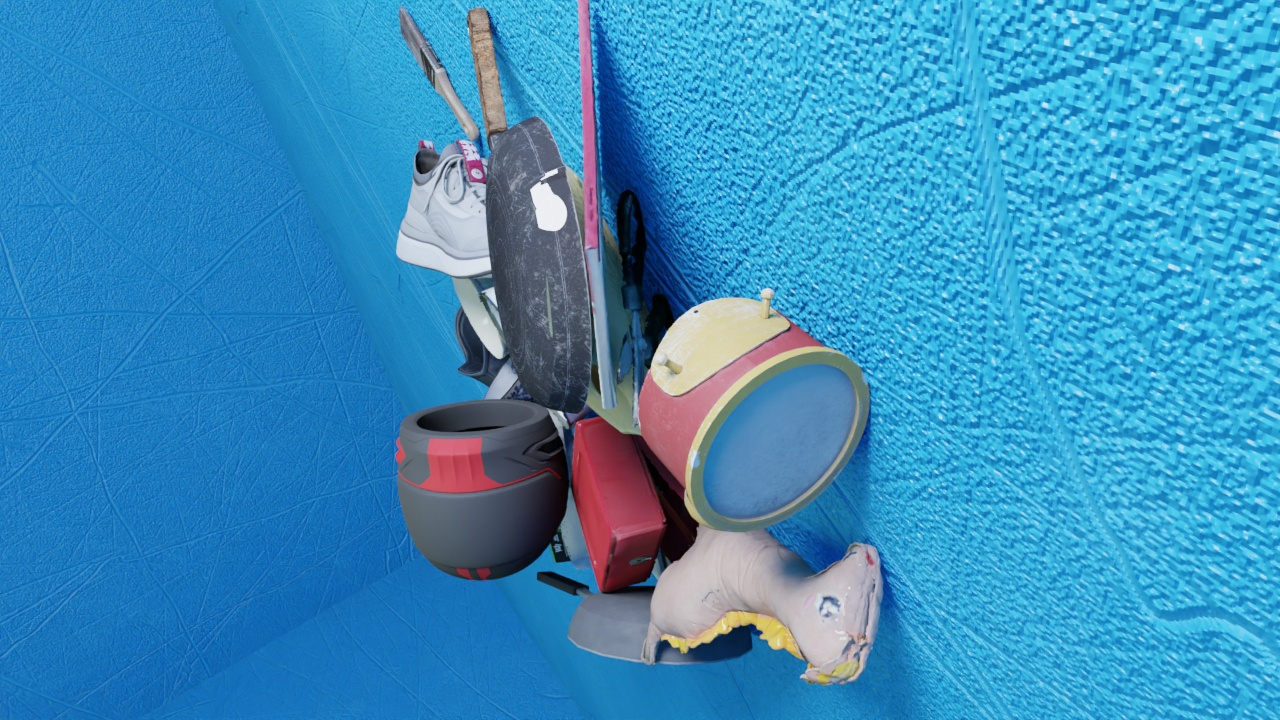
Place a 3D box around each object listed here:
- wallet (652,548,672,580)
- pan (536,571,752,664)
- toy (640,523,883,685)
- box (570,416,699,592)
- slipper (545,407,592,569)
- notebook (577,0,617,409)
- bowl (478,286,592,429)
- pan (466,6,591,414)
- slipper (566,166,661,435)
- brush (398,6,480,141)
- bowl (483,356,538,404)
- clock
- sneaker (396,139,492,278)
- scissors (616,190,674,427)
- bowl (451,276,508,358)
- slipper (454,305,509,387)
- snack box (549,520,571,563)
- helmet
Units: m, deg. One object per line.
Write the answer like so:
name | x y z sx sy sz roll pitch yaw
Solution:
wallet | 0.017 0.200 0.996 0.115 0.037 0.118 47 160 35
pan | -0.026 0.253 0.965 0.358 0.178 0.041 -3 83 59
toy | 0.081 0.193 0.680 0.065 0.196 0.264 23 -178 -19
box | -0.014 0.131 0.870 0.134 0.112 0.158 57 162 26
slipper | -0.073 0.145 1.094 0.112 0.074 0.247 -104 -2 -66
notebook | -0.027 -0.097 0.566 0.153 0.012 0.208 87 179 -55
bowl | -0.081 -0.016 0.867 0.153 0.072 0.153 53 168 16
pan | -0.095 -0.127 0.659 0.208 0.040 0.356 108 148 -59
slipper | -0.033 -0.020 0.697 0.111 0.079 0.261 -40 -74 -82
brush | -0.200 -0.280 0.907 0.151 0.012 0.039 57 161 9
bowl | -0.126 0.021 1.028 0.045 0.114 0.114 36 168 -17
clock | 0.062 0.038 0.534 0.081 0.117 0.159 46 163 46
sneaker | -0.159 -0.147 0.894 0.263 0.096 0.129 21 114 49
scissors | 0.005 -0.009 0.612 0.209 0.015 0.142 -87 -16 -45
bowl | -0.155 -0.066 1.019 0.115 0.062 0.115 51 158 28
slipper | -0.205 -0.005 1.204 0.109 0.083 0.266 15 133 62
snack box | -0.108 0.179 1.200 0.080 0.025 0.147 85 178 -50
helmet | -0.155 0.132 0.920 0.264 0.164 0.170 -78 -13 -82
